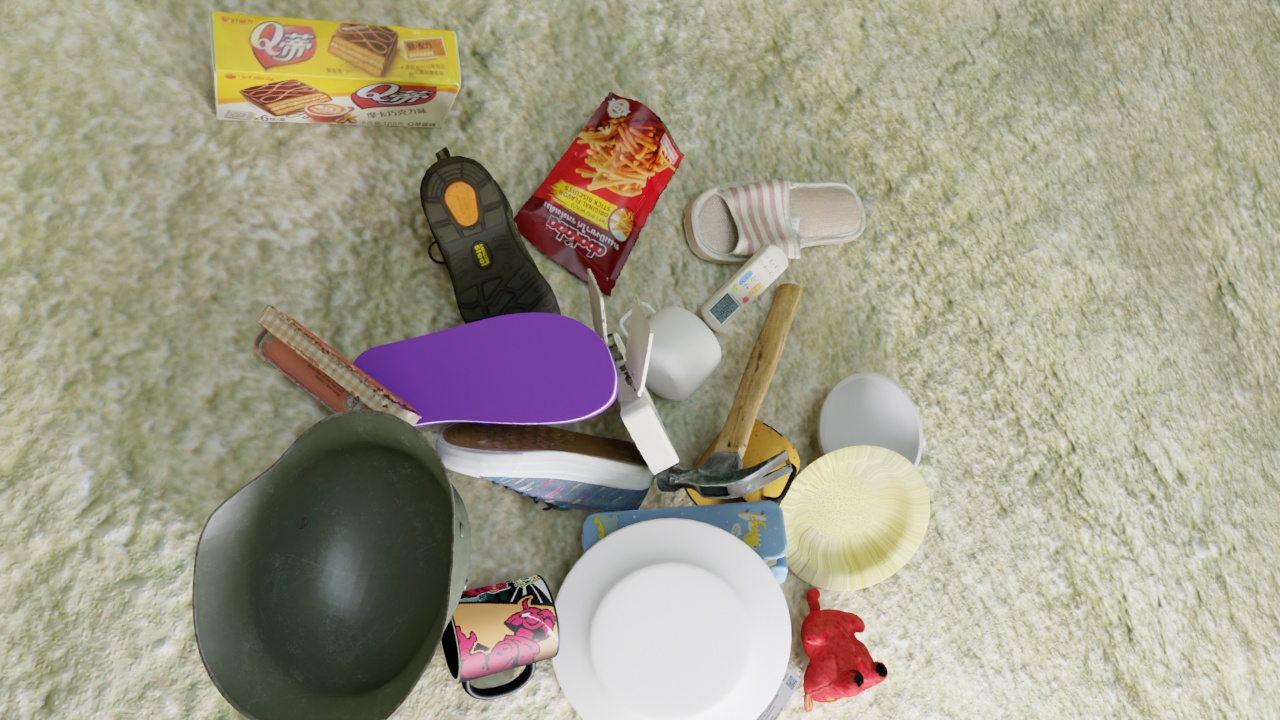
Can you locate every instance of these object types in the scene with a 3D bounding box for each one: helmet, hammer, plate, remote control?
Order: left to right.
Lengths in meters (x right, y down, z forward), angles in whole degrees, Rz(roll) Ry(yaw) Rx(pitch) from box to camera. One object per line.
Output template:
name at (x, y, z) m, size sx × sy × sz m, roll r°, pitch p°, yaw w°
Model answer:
helmet at (-0.242, 0.175, 0.812) m, size 0.227 × 0.153 × 0.268 m, roll 17°, pitch 91°, yaw 12°
plate at (0.030, 0.278, 0.913) m, size 0.242 × 0.016 × 0.242 m, roll 0°, pitch 94°, yaw -1°
remote control at (0.124, -0.087, 1.092) m, size 0.125 × 0.018 × 0.038 m, roll -44°, pitch 113°, yaw -2°
hammer at (0.132, 0.023, 1.028) m, size 0.329 × 0.132 × 0.033 m, roll -63°, pitch 141°, yaw -41°
plate at (0.243, 0.179, 1.073) m, size 0.184 × 0.036 × 0.184 m, roll -2°, pitch 108°, yaw -8°

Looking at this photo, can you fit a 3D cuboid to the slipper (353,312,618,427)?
slipper at (-0.148, 0.019, 0.913) m, size 0.267 × 0.084 × 0.107 m, roll -7°, pitch 81°, yaw 10°

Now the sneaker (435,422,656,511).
sneaker at (-0.099, 0.116, 0.954) m, size 0.235 × 0.087 × 0.079 m, roll 10°, pitch 109°, yaw -18°

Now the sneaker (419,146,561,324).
sneaker at (-0.168, -0.114, 0.962) m, size 0.101 × 0.143 × 0.238 m, roll -25°, pitch 122°, yaw -6°

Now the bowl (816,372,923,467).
bowl at (0.274, 0.091, 1.128) m, size 0.149 × 0.043 × 0.149 m, roll 4°, pitch 80°, yaw -21°

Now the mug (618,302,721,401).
mug at (0.028, -0.014, 1.018) m, size 0.115 × 0.094 × 0.068 m, roll 45°, pitch 66°, yaw 0°

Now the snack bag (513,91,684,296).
snack bag at (-0.043, -0.194, 1.060) m, size 0.139 × 0.067 × 0.207 m, roll 36°, pitch 76°, yaw -18°

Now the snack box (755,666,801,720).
snack box at (0.078, 0.328, 0.997) m, size 0.186 × 0.032 × 0.100 m, roll 44°, pitch 65°, yaw -9°

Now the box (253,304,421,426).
box at (-0.290, 0.018, 0.862) m, size 0.187 × 0.056 × 0.071 m, roll 35°, pitch 109°, yaw 9°

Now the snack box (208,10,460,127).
snack box at (-0.305, -0.288, 0.922) m, size 0.230 × 0.110 × 0.061 m, roll -4°, pitch 81°, yaw -24°

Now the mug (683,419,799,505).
mug at (0.122, 0.126, 1.011) m, size 0.093 × 0.124 × 0.100 m, roll -50°, pitch 120°, yaw -26°

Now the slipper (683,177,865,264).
slipper at (0.178, -0.177, 1.142) m, size 0.262 × 0.052 × 0.115 m, roll -10°, pitch 82°, yaw -25°

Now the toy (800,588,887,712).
toy at (0.203, 0.326, 1.039) m, size 0.088 × 0.094 × 0.132 m, roll 5°, pitch 49°, yaw -33°

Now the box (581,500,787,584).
box at (0.046, 0.199, 0.958) m, size 0.209 × 0.073 × 0.085 m, roll -4°, pitch 70°, yaw 0°

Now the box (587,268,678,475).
box at (-0.011, 0.009, 0.928) m, size 0.058 × 0.144 × 0.188 m, roll -20°, pitch 130°, yaw -5°

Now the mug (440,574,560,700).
mug at (-0.138, 0.276, 0.895) m, size 0.098 × 0.082 × 0.118 m, roll -8°, pitch 109°, yaw -25°
